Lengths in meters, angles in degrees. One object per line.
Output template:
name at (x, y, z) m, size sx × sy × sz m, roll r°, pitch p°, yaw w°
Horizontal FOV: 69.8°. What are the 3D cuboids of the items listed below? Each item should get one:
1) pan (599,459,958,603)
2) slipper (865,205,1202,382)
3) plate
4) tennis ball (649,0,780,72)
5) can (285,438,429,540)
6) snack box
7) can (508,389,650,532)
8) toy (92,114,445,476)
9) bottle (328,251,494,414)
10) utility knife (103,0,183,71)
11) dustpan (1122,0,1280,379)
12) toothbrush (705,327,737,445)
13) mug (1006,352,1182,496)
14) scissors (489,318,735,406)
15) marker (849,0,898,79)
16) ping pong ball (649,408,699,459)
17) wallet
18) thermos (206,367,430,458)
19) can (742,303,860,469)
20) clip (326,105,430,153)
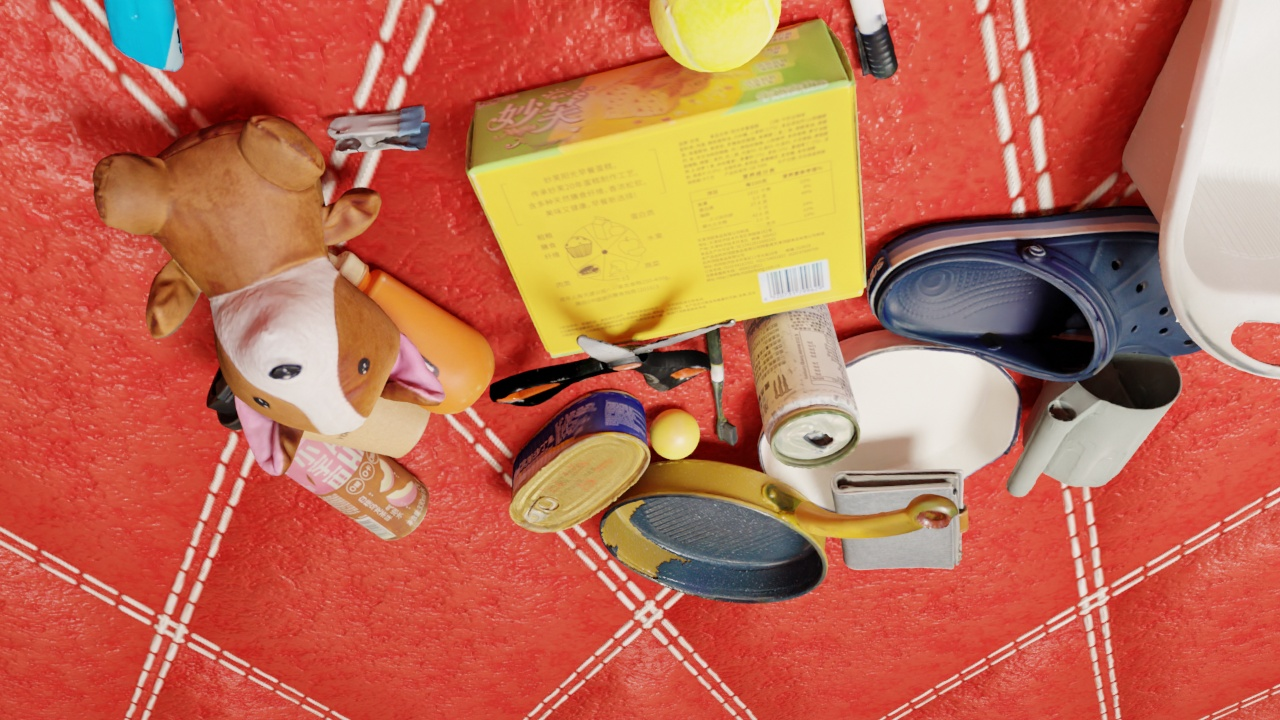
pan at (0.104, 0.135, 0.729) m, size 0.197 × 0.078 × 0.359 m, roll 30°, pitch 142°, yaw -21°
slipper at (0.281, -0.040, 0.614) m, size 0.253 × 0.095 × 0.105 m, roll 4°, pitch 139°, yaw -3°
plate at (0.194, 0.049, 0.734) m, size 0.205 × 0.045 × 0.205 m, roll -3°, pitch 137°, yaw -3°
tennis ball at (0.037, -0.179, 0.463) m, size 0.065 × 0.065 × 0.066 m, roll -2°, pitch 137°, yaw -2°
can at (-0.234, 0.087, 0.730) m, size 0.058 × 0.057 × 0.147 m, roll -23°, pitch 134°, yaw 19°
snack box at (0.022, -0.095, 0.548) m, size 0.210 × 0.069 × 0.158 m, roll -11°, pitch 137°, yaw 8°
can at (-0.052, 0.084, 0.747) m, size 0.074 × 0.049 × 0.148 m, roll 26°, pitch 129°, yaw -28°
toy at (-0.203, -0.036, 0.520) m, size 0.140 × 0.130 × 0.200 m, roll -18°, pitch 116°, yaw -5°
bottle at (-0.168, -0.025, 0.617) m, size 0.067 × 0.066 × 0.149 m, roll -32°, pitch 123°, yaw 26°
utility knife at (-0.239, -0.235, 0.414) m, size 0.034 × 0.018 × 0.224 m, roll 8°, pitch 137°, yaw -10°
dustpan at (0.396, -0.124, 0.499) m, size 0.222 × 0.142 × 0.258 m, roll 3°, pitch 138°, yaw -8°
toothbrush at (0.060, 0.004, 0.695) m, size 0.012 × 0.017 × 0.186 m, roll -39°, pitch 142°, yaw -23°
mug at (0.334, 0.046, 0.700) m, size 0.123 × 0.083 × 0.104 m, roll -28°, pitch 145°, yaw -23°
scissors at (-0.016, 0.006, 0.605) m, size 0.233 × 0.021 × 0.220 m, roll -14°, pitch 171°, yaw 30°
marker at (0.111, -0.203, 0.479) m, size 0.023 × 0.018 × 0.131 m, roll -13°, pitch 137°, yaw 22°
ping pong ball at (0.027, 0.059, 0.733) m, size 0.040 × 0.040 × 0.040 m, roll -2°, pitch 137°, yaw -2°
wallet at (0.218, 0.132, 0.766) m, size 0.107 × 0.036 × 0.130 m, roll -5°, pitch 139°, yaw 15°
thermos at (-0.223, 0.020, 0.642) m, size 0.093 × 0.093 × 0.143 m, roll -36°, pitch 135°, yaw 29°
can at (0.100, -0.004, 0.594) m, size 0.058 × 0.146 × 0.058 m, roll -3°, pitch 137°, yaw -3°
clip at (-0.151, -0.131, 0.529) m, size 0.058 × 0.025 × 0.036 m, roll -5°, pitch 145°, yaw 1°
